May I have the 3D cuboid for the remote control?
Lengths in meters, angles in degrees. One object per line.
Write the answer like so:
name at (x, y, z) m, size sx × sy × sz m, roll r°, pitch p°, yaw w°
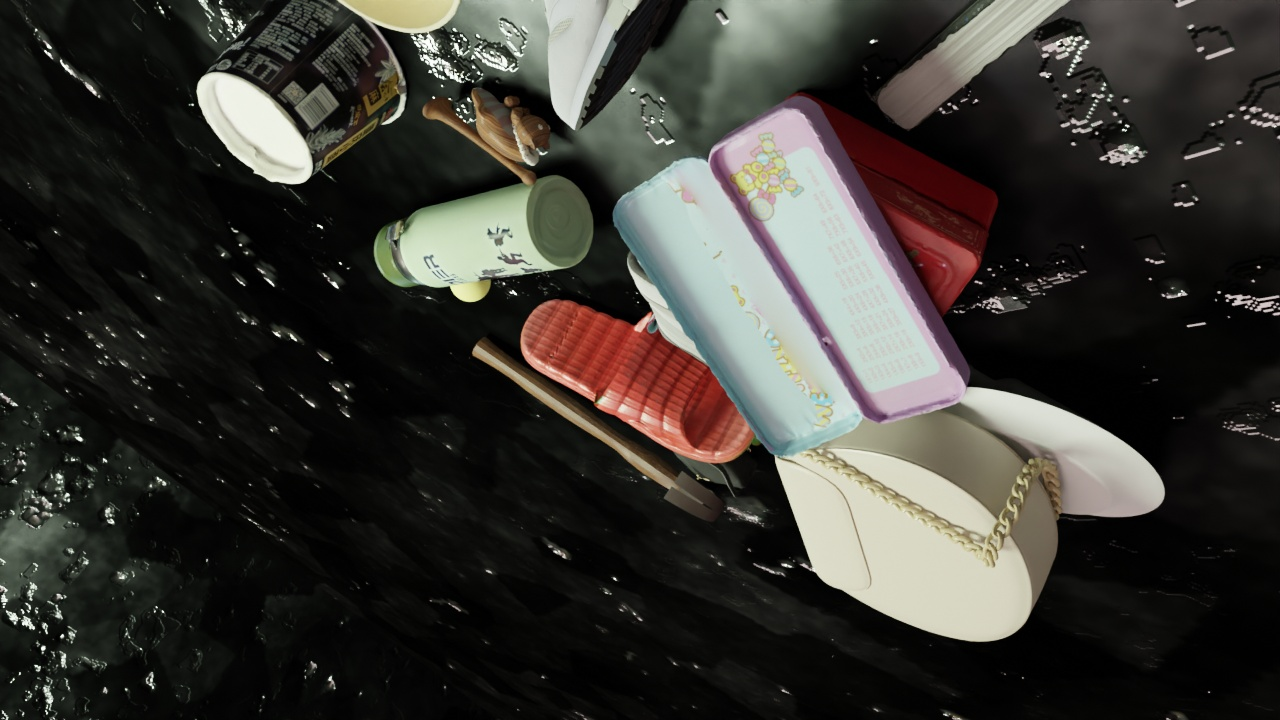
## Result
remote control at (0.183, -0.175, 0.507) m, size 0.033 × 0.013 × 0.137 m, roll 38°, pitch 149°, yaw -9°

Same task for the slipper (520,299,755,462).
slipper at (-0.005, 0.005, 0.831) m, size 0.249 × 0.103 × 0.059 m, roll 27°, pitch 163°, yaw 19°

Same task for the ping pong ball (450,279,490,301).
ping pong ball at (-0.169, -0.078, 0.909) m, size 0.040 × 0.040 × 0.040 m, roll 22°, pitch 147°, yaw 15°

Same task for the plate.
plate at (0.301, 0.080, 0.714) m, size 0.188 × 0.016 × 0.189 m, roll 27°, pitch 162°, yaw 9°

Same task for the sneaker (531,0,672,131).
sneaker at (-0.036, -0.255, 0.524) m, size 0.124 × 0.088 × 0.240 m, roll 35°, pitch 140°, yaw 1°

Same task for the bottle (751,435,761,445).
bottle at (0.078, 0.045, 0.888) m, size 0.106 × 0.025 × 0.025 m, roll 35°, pitch 148°, yaw -6°

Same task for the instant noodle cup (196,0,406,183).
instant noodle cup at (-0.278, -0.217, 0.740) m, size 0.137 × 0.112 × 0.137 m, roll 21°, pitch 146°, yaw 15°

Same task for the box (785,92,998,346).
box at (0.137, -0.085, 0.609) m, size 0.157 × 0.110 × 0.134 m, roll 31°, pitch 137°, yaw 6°

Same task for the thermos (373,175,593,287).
thermos at (-0.152, -0.109, 0.816) m, size 0.232 × 0.082 × 0.082 m, roll -2°, pitch 135°, yaw 42°

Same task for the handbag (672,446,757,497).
handbag at (0.059, 0.088, 0.940) m, size 0.079 × 0.054 × 0.128 m, roll -5°, pitch 136°, yaw 49°

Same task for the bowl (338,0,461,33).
bowl at (-0.156, -0.290, 0.567) m, size 0.151 × 0.075 × 0.151 m, roll 23°, pitch 153°, yaw 13°

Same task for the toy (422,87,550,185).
toy at (-0.113, -0.183, 0.713) m, size 0.102 × 0.041 × 0.055 m, roll 38°, pitch 113°, yaw 4°

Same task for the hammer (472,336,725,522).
hammer at (-0.046, 0.074, 1.003) m, size 0.323 × 0.033 × 0.115 m, roll 34°, pitch 179°, yaw 4°

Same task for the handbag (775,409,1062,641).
handbag at (0.217, 0.135, 0.740) m, size 0.209 × 0.103 × 0.211 m, roll 10°, pitch 135°, yaw 41°

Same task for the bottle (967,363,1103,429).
bottle at (0.289, 0.034, 0.691) m, size 0.113 × 0.030 × 0.030 m, roll 30°, pitch 148°, yaw 2°

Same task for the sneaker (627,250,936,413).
sneaker at (0.111, -0.013, 0.726) m, size 0.263 × 0.096 × 0.129 m, roll 24°, pitch 155°, yaw 13°

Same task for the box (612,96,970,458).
box at (0.092, -0.041, 0.573) m, size 0.151 × 0.034 × 0.214 m, roll -25°, pitch 109°, yaw 31°
